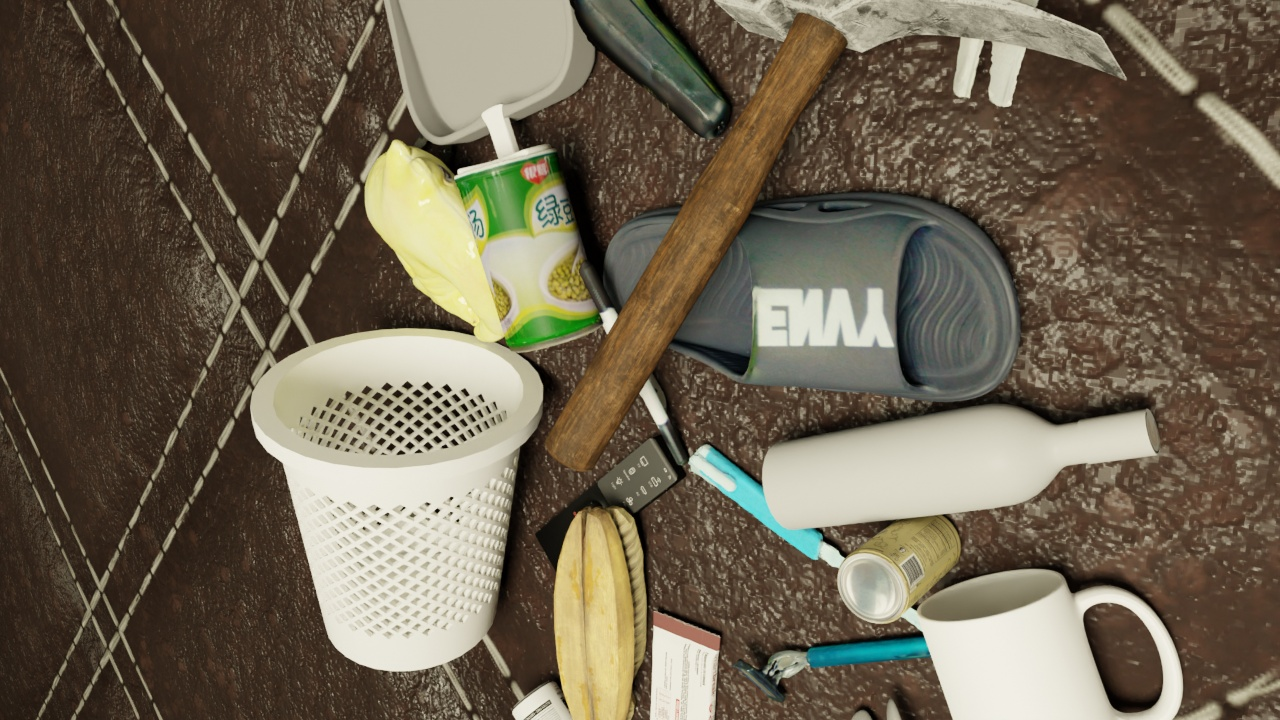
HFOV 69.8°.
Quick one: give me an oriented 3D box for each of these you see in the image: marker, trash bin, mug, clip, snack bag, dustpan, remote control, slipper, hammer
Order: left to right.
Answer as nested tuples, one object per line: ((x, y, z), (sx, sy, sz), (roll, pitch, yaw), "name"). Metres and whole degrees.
((-0.173, 0.108, 0.682), (0.196, 0.194, 0.200), (24, 123, 33), "trash bin")
((-0.100, -0.199, 0.632), (0.164, 0.033, 0.257), (-13, 98, 36), "dustpan")
((-0.025, 0.106, 0.660), (0.150, 0.013, 0.034), (-43, 72, 36), "remote control")
((-0.004, 0.003, 0.592), (0.011, 0.011, 0.152), (-13, 111, 39), "marker")
((0.029, 0.257, 0.648), (0.057, 0.013, 0.158), (10, 106, 35), "snack bag")
((0.056, -0.054, 0.453), (0.218, 0.037, 0.301), (40, 103, 44), "hammer")
((0.069, -0.040, 0.513), (0.269, 0.083, 0.111), (11, 104, 38), "slipper")
((0.165, -0.178, 0.439), (0.052, 0.057, 0.102), (13, 108, 11), "clip")
((0.207, 0.155, 0.457), (0.111, 0.073, 0.090), (-19, 87, 14), "mug")

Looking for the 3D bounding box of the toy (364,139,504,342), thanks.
((-0.149, -0.091, 0.674), (0.170, 0.064, 0.155), (38, 150, 31), "toy")

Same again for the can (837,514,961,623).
((0.139, 0.107, 0.487), (0.038, 0.079, 0.038), (9, 105, 37), "can")

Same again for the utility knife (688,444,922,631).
((0.097, 0.109, 0.561), (0.179, 0.015, 0.022), (38, 120, 28), "utility knife")

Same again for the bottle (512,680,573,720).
((-0.051, 0.306, 0.705), (0.116, 0.041, 0.041), (52, 125, 18), "bottle")

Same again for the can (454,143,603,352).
((-0.071, -0.072, 0.592), (0.067, 0.067, 0.121), (-5, 106, 39), "can")

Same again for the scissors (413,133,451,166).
((-0.133, -0.216, 0.679), (0.158, 0.012, 0.166), (-10, 97, 38), "scissors")

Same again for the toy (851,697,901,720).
((0.167, 0.250, 0.527), (0.111, 0.030, 0.049), (51, 140, 12), "toy")

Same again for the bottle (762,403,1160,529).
((0.159, 0.053, 0.477), (0.196, 0.052, 0.052), (-16, 89, 39), "bottle")

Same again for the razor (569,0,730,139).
((0.007, -0.200, 0.554), (0.067, 0.054, 0.151), (-41, 79, 10), "razor")

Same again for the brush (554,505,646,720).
((-0.027, 0.191, 0.654), (0.059, 0.043, 0.195), (12, 113, 32), "brush")

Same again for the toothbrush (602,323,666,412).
((-0.033, -0.040, 0.636), (0.189, 0.016, 0.017), (59, 137, 14), "toothbrush")

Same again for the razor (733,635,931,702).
((0.126, 0.179, 0.553), (0.144, 0.022, 0.042), (-25, 121, 35), "razor")
